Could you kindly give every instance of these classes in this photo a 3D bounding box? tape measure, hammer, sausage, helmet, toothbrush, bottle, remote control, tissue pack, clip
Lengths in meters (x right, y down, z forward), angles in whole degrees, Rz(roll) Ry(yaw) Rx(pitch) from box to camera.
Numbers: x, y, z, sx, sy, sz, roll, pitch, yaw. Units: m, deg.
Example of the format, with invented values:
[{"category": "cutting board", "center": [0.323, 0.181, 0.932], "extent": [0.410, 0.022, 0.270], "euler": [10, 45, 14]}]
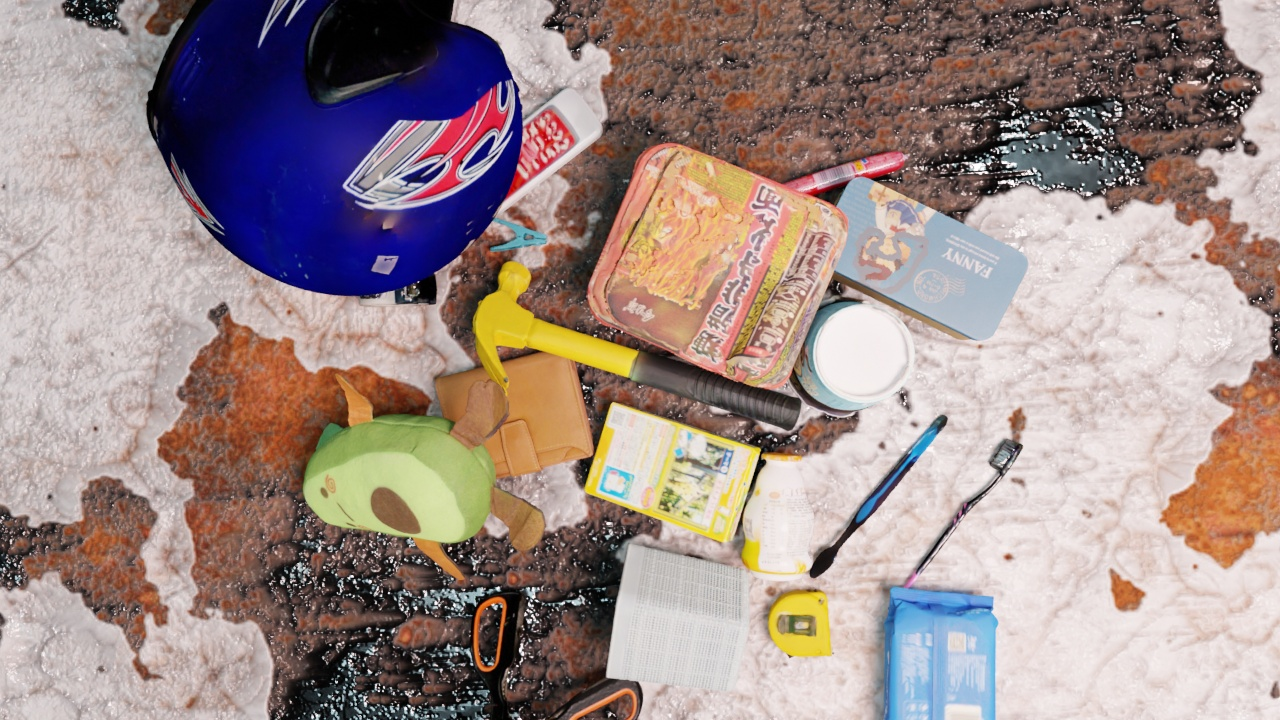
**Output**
[{"category": "tape measure", "center": [-0.226, -0.066, 0.842], "extent": [0.066, 0.065, 0.033], "euler": [-1, 91, 4]}, {"category": "hammer", "center": [-0.005, 0.005, 0.817], "extent": [0.301, 0.033, 0.128], "euler": [17, 56, 0]}, {"category": "sausage", "center": [0.168, -0.163, 0.831], "extent": [0.156, 0.020, 0.020], "euler": [-16, 87, 5]}, {"category": "helmet", "center": [-0.214, -0.195, 0.752], "extent": [0.240, 0.248, 0.314], "euler": [36, 59, -1]}, {"category": "tape measure", "center": [0.143, 0.236, 0.820], "extent": [0.057, 0.029, 0.060], "euler": [-4, 88, 6]}, {"category": "toothbrush", "center": [0.214, 0.122, 0.826], "extent": [0.014, 0.016, 0.189], "euler": [40, 90, 14]}, {"category": "bottle", "center": [0.122, 0.136, 0.807], "extent": [0.063, 0.063, 0.108], "euler": [3, 88, 5]}, {"category": "remote control", "center": [-0.101, -0.195, 0.856], "extent": [0.136, 0.020, 0.056], "euler": [-36, 85, 4]}, {"category": "tissue pack", "center": [0.258, 0.276, 0.797], "extent": [0.095, 0.052, 0.157], "euler": [1, 89, 3]}, {"category": "clip", "center": [-0.114, -0.116, 0.859], "extent": [0.054, 0.013, 0.034], "euler": [3, 90, 5]}, {"category": "toothbrush", "center": [0.277, 0.147, 0.817], "extent": [0.018, 0.014, 0.189], "euler": [38, 93, 15]}]

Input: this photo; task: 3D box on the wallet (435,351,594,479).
[{"category": "wallet", "center": [-0.116, 0.052, 0.849], "extent": [0.132, 0.031, 0.108], "euler": [-13, 86, 6]}]

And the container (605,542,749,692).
[{"category": "container", "center": [0.034, 0.223, 0.792], "extent": [0.111, 0.090, 0.090], "euler": [9, 116, 3]}]

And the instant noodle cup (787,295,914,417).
[{"category": "instant noodle cup", "center": [0.179, -0.006, 0.775], "extent": [0.111, 0.120, 0.111], "euler": [0, 88, 5]}]

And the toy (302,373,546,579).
[{"category": "toy", "center": [-0.201, 0.104, 0.803], "extent": [0.247, 0.089, 0.227], "euler": [-10, 112, 30]}]

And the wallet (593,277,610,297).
[{"category": "wallet", "center": [0.021, -0.093, 0.838], "extent": [0.101, 0.032, 0.124], "euler": [23, 92, 3]}]

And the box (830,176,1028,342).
[{"category": "box", "center": [0.244, -0.084, 0.802], "extent": [0.184, 0.061, 0.090], "euler": [25, 92, 7]}]

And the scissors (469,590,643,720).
[{"category": "scissors", "center": [-0.106, 0.313, 0.806], "extent": [0.221, 0.022, 0.234], "euler": [-6, 63, -5]}]

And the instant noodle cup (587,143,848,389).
[{"category": "instant noodle cup", "center": [0.063, -0.079, 0.778], "extent": [0.189, 0.079, 0.164], "euler": [24, 92, 7]}]

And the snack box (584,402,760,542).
[{"category": "snack box", "center": [0.027, 0.098, 0.818], "extent": [0.140, 0.033, 0.087], "euler": [17, 91, 20]}]
